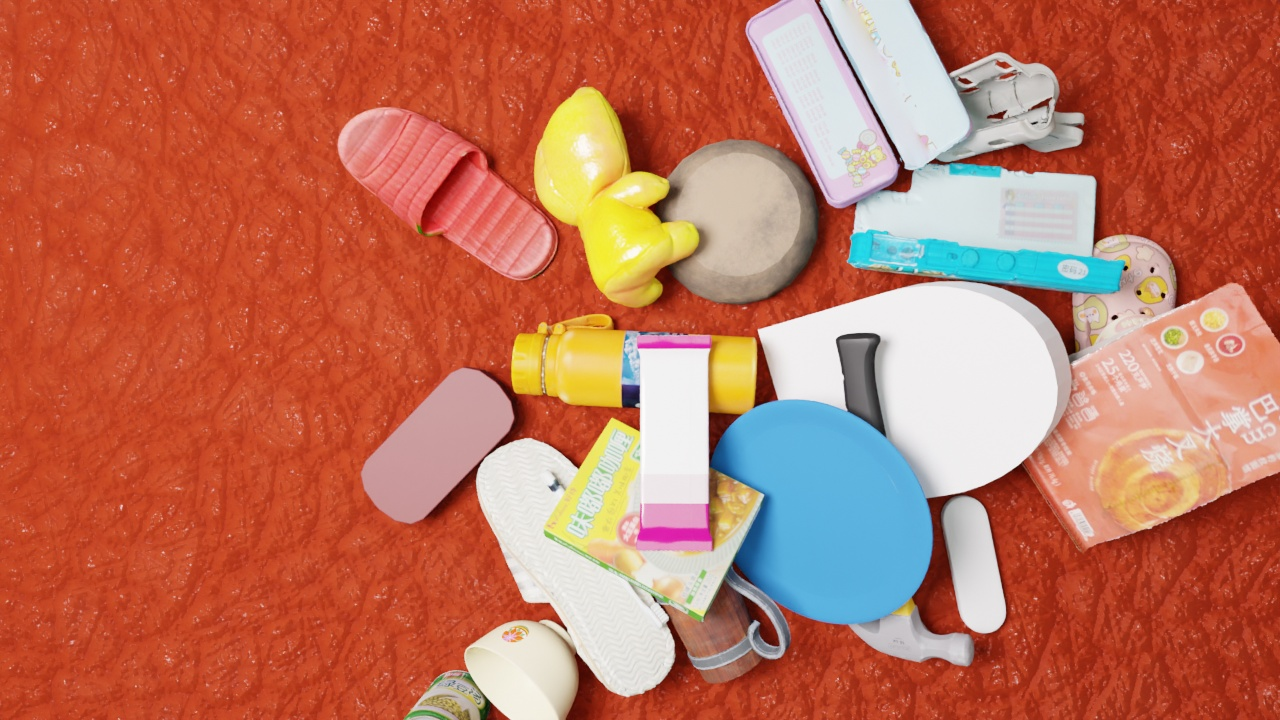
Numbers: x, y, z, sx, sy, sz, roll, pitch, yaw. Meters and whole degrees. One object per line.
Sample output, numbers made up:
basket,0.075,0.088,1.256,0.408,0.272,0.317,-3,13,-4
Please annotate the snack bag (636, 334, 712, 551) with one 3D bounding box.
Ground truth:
snack bag,0.031,0.074,0.838,0.070,0.016,0.196,0,85,0

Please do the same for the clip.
clip,0.335,-0.214,0.849,0.151,0.127,0.105,28,83,-20

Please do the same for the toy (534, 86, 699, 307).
toy,-0.040,-0.144,0.863,0.087,0.135,0.194,-23,77,-36

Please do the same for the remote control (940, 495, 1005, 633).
remote control,0.328,0.201,0.905,0.043,0.013,0.136,-11,90,4

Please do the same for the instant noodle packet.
instant noodle packet,0.453,0.051,0.809,0.222,0.083,0.164,-34,87,35

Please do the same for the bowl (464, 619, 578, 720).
bowl,-0.104,0.298,0.901,0.118,0.118,0.073,45,51,2

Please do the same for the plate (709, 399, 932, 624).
plate,0.166,0.140,0.862,0.225,0.024,0.224,14,114,33

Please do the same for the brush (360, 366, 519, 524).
brush,-0.199,0.084,0.924,0.082,0.042,0.173,45,93,2

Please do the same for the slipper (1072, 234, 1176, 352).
slipper,0.463,-0.020,0.860,0.093,0.081,0.197,1,93,3

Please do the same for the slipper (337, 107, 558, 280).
slipper,-0.194,-0.171,0.912,0.249,0.059,0.103,34,93,1

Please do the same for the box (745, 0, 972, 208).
box,0.202,-0.266,0.863,0.152,0.040,0.214,-28,77,27

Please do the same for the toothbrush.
toothbrush,-0.035,0.179,0.881,0.017,0.012,0.187,-32,80,-39

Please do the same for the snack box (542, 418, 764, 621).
snack box,0.014,0.145,0.861,0.168,0.027,0.131,26,64,13

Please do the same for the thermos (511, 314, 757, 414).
thermos,-0.005,0.005,0.900,0.233,0.091,0.076,3,119,4

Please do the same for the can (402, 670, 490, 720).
can,-0.191,0.353,0.889,0.067,0.121,0.067,0,91,4

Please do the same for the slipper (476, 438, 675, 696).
slipper,-0.064,0.200,0.898,0.114,0.054,0.272,-33,80,-19

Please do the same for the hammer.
hammer,0.222,0.131,0.852,0.127,0.029,0.324,-4,105,36

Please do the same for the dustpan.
dustpan,0.257,0.028,0.856,0.258,0.053,0.191,-17,90,38

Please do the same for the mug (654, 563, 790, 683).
mug,0.080,0.241,0.881,0.118,0.081,0.111,-23,94,39

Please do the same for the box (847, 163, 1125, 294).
box,0.314,-0.113,0.863,0.227,0.167,0.087,7,131,8

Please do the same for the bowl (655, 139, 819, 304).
bowl,0.093,-0.136,0.886,0.162,0.070,0.162,0,91,4
